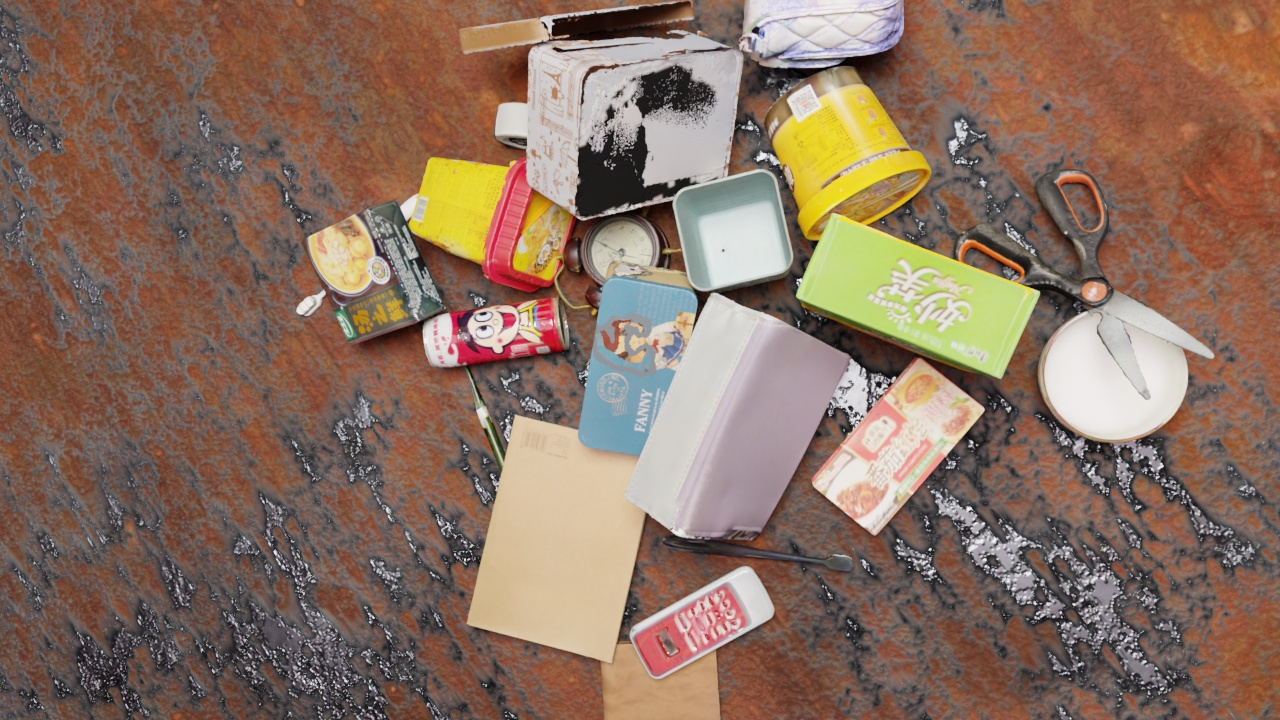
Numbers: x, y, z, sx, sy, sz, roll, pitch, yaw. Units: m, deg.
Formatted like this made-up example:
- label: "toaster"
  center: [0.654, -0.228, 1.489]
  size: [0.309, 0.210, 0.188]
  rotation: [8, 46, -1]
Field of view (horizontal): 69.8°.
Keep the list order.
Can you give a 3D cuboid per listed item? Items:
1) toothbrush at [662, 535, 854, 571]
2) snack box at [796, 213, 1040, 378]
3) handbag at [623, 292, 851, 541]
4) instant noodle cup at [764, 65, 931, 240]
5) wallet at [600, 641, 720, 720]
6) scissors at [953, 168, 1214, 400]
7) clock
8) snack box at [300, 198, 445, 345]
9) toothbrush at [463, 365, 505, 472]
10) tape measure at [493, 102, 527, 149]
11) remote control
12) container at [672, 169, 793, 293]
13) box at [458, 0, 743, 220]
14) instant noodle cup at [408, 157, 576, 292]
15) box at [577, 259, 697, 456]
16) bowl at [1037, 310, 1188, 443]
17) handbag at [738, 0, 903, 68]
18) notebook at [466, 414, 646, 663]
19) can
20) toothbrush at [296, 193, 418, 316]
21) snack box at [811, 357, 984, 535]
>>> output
- label: "toothbrush"
  center: [0.110, 0.181, 0.869]
  size: [0.181, 0.018, 0.015]
  rotation: [4, 97, 13]
- label: "snack box"
  center: [0.213, -0.049, 0.747]
  size: [0.158, 0.210, 0.070]
  rotation: [23, 96, 10]
- label: "handbag"
  center: [0.087, 0.055, 0.812]
  size: [0.098, 0.144, 0.197]
  rotation: [30, 97, 48]
- label: "instant noodle cup"
  center: [0.174, -0.183, 0.805]
  size: [0.118, 0.118, 0.114]
  rotation: [-27, 78, 10]
- label: "wallet"
  center: [0.019, 0.322, 0.885]
  size: [0.115, 0.020, 0.101]
  rotation: [-3, 89, 8]
- label: "scissors"
  center: [0.370, -0.077, 0.766]
  size: [0.222, 0.021, 0.210]
  rotation: [19, 76, 34]
- label: "clock"
  center: [-0.025, -0.094, 0.871]
  size: [0.122, 0.055, 0.082]
  rotation: [-32, 85, 7]
- label: "snack box"
  center: [-0.262, -0.081, 0.884]
  size: [0.126, 0.053, 0.113]
  rotation: [-16, 102, 33]
- label: "toothbrush"
  center: [-0.157, 0.064, 0.920]
  size: [0.017, 0.012, 0.186]
  rotation: [-24, 86, 16]
- label: "tape measure"
  center: [-0.107, -0.223, 0.880]
  size: [0.066, 0.066, 0.033]
  rotation: [7, 90, 11]
- label: "remote control"
  center: [0.058, 0.247, 0.867]
  size: [0.136, 0.020, 0.056]
  rotation: [-29, 80, 3]
- label: "container"
  center: [0.087, -0.109, 0.821]
  size: [0.090, 0.111, 0.090]
  rotation: [-12, 88, 11]
- label: "box"
  center: [-0.043, -0.241, 0.811]
  size: [0.193, 0.182, 0.157]
  rotation: [35, 132, 40]
- label: "instant noodle cup"
  center: [-0.141, -0.136, 0.871]
  size: [0.124, 0.116, 0.116]
  rotation: [18, 93, 22]
- label: "box"
  center: [-0.005, 0.005, 0.839]
  size: [0.090, 0.059, 0.184]
  rotation: [8, 111, -2]
- label: "bowl"
  center: [0.396, 0.012, 0.787]
  size: [0.113, 0.062, 0.113]
  rotation: [0, 90, 9]
- label: "handbag"
  center: [0.158, -0.342, 0.790]
  size: [0.134, 0.076, 0.193]
  rotation: [2, 62, 12]
- label: "notebook"
  center: [-0.075, 0.171, 0.892]
  size: [0.149, 0.012, 0.211]
  rotation: [12, 87, 9]
- label: "can"
  center: [-0.139, -0.026, 0.887]
  size: [0.133, 0.053, 0.053]
  rotation: [-8, 89, 4]
- label: "toothbrush"
  center: [-0.288, -0.108, 0.941]
  size: [0.180, 0.016, 0.016]
  rotation: [-42, 85, 8]
- label: "snack box"
  center: [0.233, 0.078, 0.838]
  size: [0.075, 0.025, 0.153]
  rotation: [40, 97, 8]
